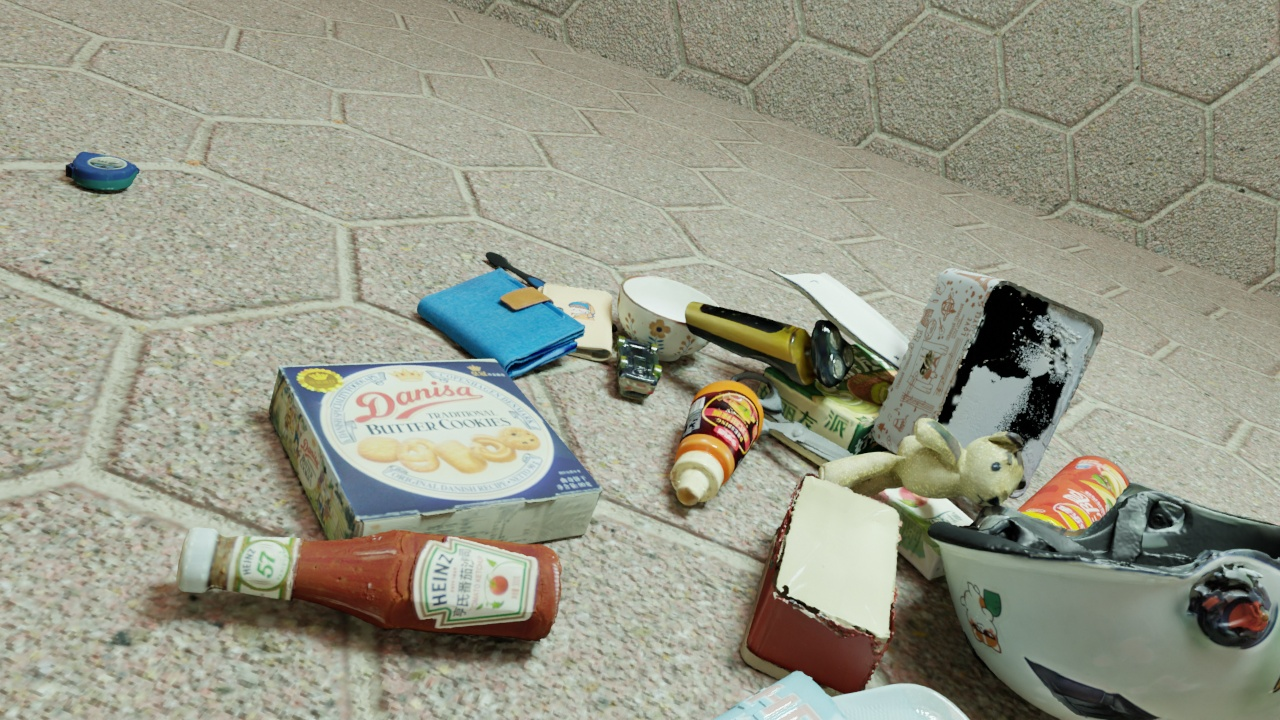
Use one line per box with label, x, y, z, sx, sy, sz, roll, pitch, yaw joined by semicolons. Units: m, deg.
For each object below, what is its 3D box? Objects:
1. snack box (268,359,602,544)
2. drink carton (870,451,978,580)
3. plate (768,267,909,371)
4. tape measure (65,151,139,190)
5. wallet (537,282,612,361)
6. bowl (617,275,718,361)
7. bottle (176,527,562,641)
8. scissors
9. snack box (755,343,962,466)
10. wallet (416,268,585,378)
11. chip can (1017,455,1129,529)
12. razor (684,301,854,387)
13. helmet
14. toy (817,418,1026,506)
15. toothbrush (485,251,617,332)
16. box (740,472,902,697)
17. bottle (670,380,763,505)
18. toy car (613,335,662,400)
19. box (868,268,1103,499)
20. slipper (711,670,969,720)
snack box;-0.150;0.064;0.659;0.177;0.046;0.182;-2;33;-38
drink carton;0.228;0.131;0.783;0.053;0.046;0.122;-8;33;-28
plate;0.212;-0.039;0.905;0.163;0.034;0.164;34;10;-35
tape measure;-0.541;-0.188;0.922;0.058;0.025;0.054;7;29;-15
wallet;-0.072;-0.043;0.948;0.087;0.024;0.115;7;35;-6
bowl;0.025;-0.039;0.968;0.113;0.062;0.113;16;26;-8
bottle;-0.149;0.123;0.522;0.206;0.060;0.059;10;27;-18
scissors;0.145;0.057;0.830;0.175;0.014;0.135;-6;57;22
snack box;0.227;0.041;0.943;0.114;0.063;0.239;34;30;34
wallet;-0.132;-0.038;0.877;0.133;0.040;0.106;35;43;30
chip can;0.389;0.145;0.838;0.073;0.073;0.216;35;29;30
razor;0.118;-0.023;0.865;0.168;0.068;0.062;20;36;26
helmet;0.339;0.177;0.625;0.273;0.157;0.230;-5;-1;-17
toy;0.218;0.090;0.718;0.157;0.105;0.066;-11;44;19
toothbrush;-0.100;-0.077;1.018;0.189;0.014;0.016;31;2;22
box;0.136;0.149;0.645;0.091;0.080;0.168;22;26;8
bottle;0.060;0.073;0.774;0.067;0.067;0.149;23;32;8
toy car;-0.005;0.005;0.890;0.042;0.035;0.090;16;25;-10
box;0.344;0.029;0.850;0.273;0.179;0.126;13;12;-45
slipper;0.106;0.218;0.493;0.245;0.074;0.104;1;32;-36
